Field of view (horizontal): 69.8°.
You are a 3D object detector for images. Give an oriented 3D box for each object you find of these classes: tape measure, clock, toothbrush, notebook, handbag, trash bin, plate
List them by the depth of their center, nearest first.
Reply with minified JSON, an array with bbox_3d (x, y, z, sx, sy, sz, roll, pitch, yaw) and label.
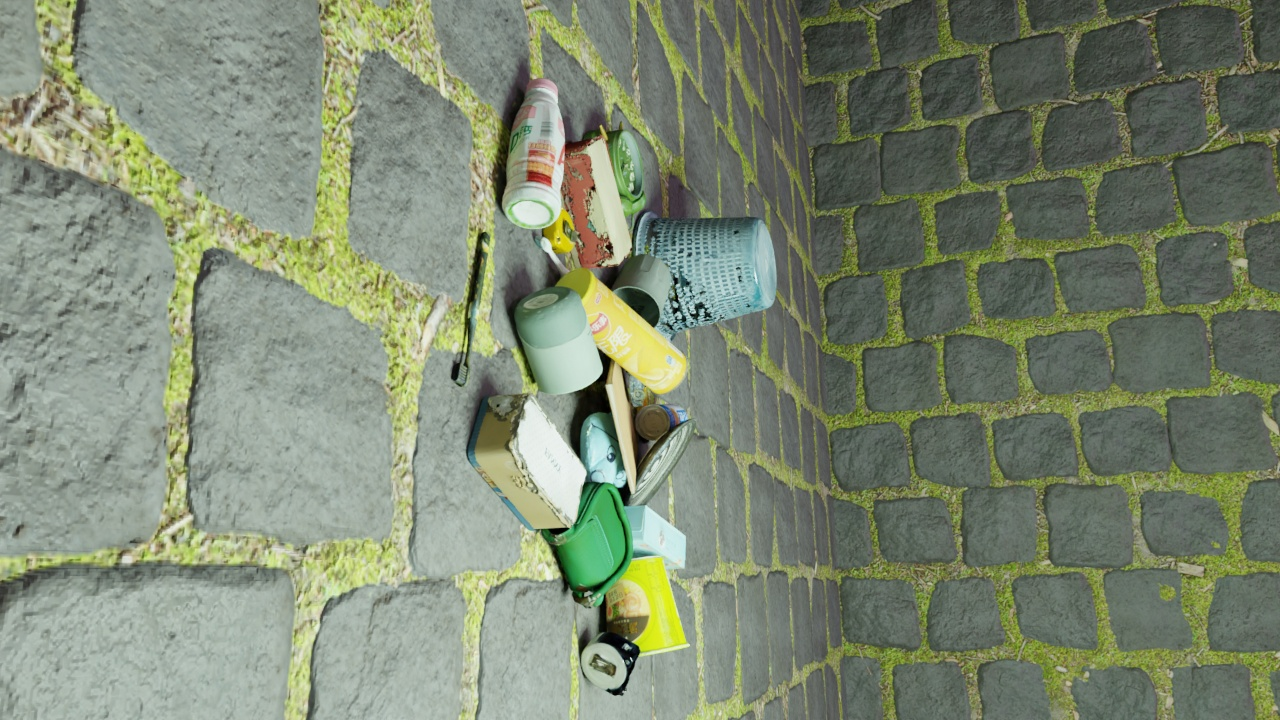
[{"bbox_3d":[-0.178,-0.058,0.970,0.017,0.012,0.185,37,49,-49],"label":"toothbrush"},{"bbox_3d":[-0.064,0.219,1.113,0.119,0.068,0.131,-64,142,-53],"label":"handbag"},{"bbox_3d":[-0.040,0.373,1.137,0.033,0.066,0.066,-25,135,-65],"label":"tape measure"},{"bbox_3d":[-0.102,-0.167,1.180,0.057,0.029,0.060,35,52,-64],"label":"tape measure"},{"bbox_3d":[-0.084,-0.090,1.212,0.026,0.027,0.224,-55,144,-17],"label":"toothbrush"},{"bbox_3d":[-0.023,0.074,1.254,0.211,0.012,0.149,-86,164,-76],"label":"notebook"},{"bbox_3d":[0.021,0.152,1.316,0.179,0.024,0.180,-51,166,-19],"label":"plate"},{"bbox_3d":[-0.035,-0.267,1.350,0.115,0.056,0.161,-42,124,-64],"label":"clock"},{"bbox_3d":[0.116,-0.151,1.524,0.226,0.195,0.226,-6,90,-70],"label":"trash bin"}]

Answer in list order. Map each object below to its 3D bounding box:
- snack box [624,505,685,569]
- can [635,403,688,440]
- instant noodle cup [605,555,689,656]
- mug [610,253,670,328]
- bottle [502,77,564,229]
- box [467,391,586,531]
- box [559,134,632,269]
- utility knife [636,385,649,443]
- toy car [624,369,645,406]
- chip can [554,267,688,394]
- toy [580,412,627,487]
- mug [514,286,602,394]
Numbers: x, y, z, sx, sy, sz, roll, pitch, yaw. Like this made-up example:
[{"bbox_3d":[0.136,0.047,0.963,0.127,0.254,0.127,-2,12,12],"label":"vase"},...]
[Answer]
[{"bbox_3d":[0.002,0.248,1.272,0.175,0.074,0.051,48,41,-57],"label":"snack box"},{"bbox_3d":[0.035,0.092,1.389,0.134,0.053,0.053,8,76,-75],"label":"can"},{"bbox_3d":[-0.001,0.325,1.214,0.111,0.112,0.123,28,49,-66],"label":"instant noodle cup"},{"bbox_3d":[0.000,-0.082,1.364,0.103,0.084,0.124,-71,159,-52],"label":"mug"},{"bbox_3d":[-0.125,-0.253,1.098,0.068,0.068,0.196,52,33,-55],"label":"bottle"},{"bbox_3d":[-0.118,0.117,1.012,0.184,0.061,0.089,65,28,-45],"label":"box"},{"bbox_3d":[-0.060,-0.213,1.238,0.091,0.077,0.168,-57,136,-61],"label":"box"},{"bbox_3d":[-0.002,0.021,1.413,0.033,0.015,0.215,-13,96,-73],"label":"utility knife"},{"bbox_3d":[-0.008,0.008,1.318,0.054,0.037,0.121,-94,-178,-68],"label":"toy car"},{"bbox_3d":[-0.024,-0.035,1.204,0.213,0.072,0.071,38,46,-39],"label":"chip can"},{"bbox_3d":[-0.046,0.119,1.219,0.156,0.050,0.161,65,21,-43],"label":"toy"},{"bbox_3d":[-0.101,-0.031,1.086,0.111,0.082,0.106,-124,-165,-64],"label":"mug"}]
